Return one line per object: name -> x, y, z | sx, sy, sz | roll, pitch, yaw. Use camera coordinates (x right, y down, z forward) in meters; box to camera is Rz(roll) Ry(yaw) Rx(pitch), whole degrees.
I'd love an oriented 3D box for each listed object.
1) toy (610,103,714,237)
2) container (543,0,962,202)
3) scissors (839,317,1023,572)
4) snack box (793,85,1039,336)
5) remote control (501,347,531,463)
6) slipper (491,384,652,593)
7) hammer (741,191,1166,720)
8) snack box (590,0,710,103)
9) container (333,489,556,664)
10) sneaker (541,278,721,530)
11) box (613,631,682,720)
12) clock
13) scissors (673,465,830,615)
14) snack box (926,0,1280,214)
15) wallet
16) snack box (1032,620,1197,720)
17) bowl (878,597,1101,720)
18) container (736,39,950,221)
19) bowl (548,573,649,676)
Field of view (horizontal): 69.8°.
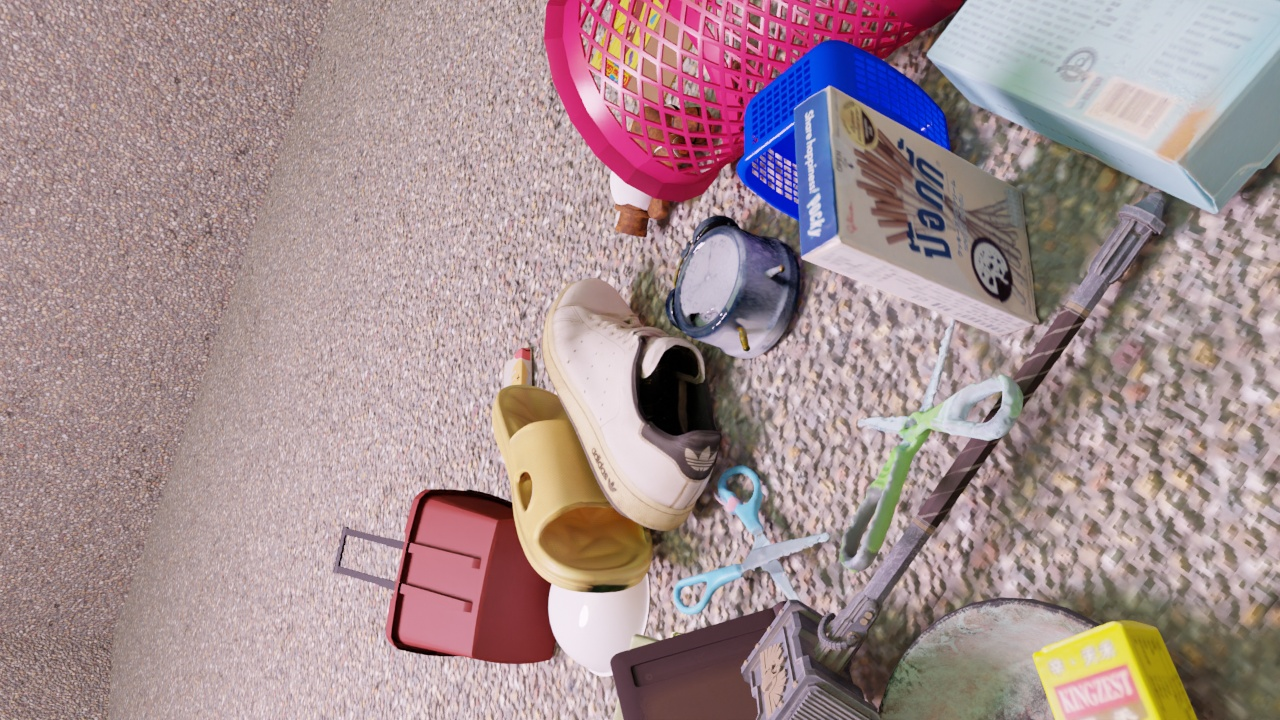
toy -> 0.010, -0.160, 0.765 | 0.087, 0.067, 0.113 | 31, 112, 56
container -> 0.078, -0.232, 0.603 | 0.226, 0.183, 0.183 | -20, 61, 43
scissors -> 0.143, 0.032, 0.460 | 0.171, 0.023, 0.169 | -61, 0, -32
snack box -> 0.138, -0.069, 0.452 | 0.026, 0.150, 0.081 | -24, 57, 51
remote control -> -0.122, 0.045, 0.911 | 0.038, 0.018, 0.125 | -37, 47, 43
slipper -> -0.053, 0.078, 0.723 | 0.078, 0.099, 0.263 | -67, 29, 19
hammer -> 0.155, 0.059, 0.450 | 0.322, 0.044, 0.098 | -58, 0, 9
snack box -> 0.013, -0.306, 0.833 | 0.126, 0.040, 0.088 | -61, 35, 19
container -> -0.165, 0.189, 0.817 | 0.201, 0.127, 0.148 | -1, 76, 46
sneaker -> -0.004, 0.004, 0.686 | 0.103, 0.088, 0.241 | -58, 40, 34
box -> 0.018, 0.274, 0.583 | 0.078, 0.089, 0.188 | 7, 80, 37
clock -> 0.060, -0.054, 0.654 | 0.129, 0.052, 0.090 | 40, 111, 59
scissors -> 0.061, 0.127, 0.584 | 0.126, 0.015, 0.136 | -52, 23, 10
snack box -> 0.223, -0.142, 0.438 | 0.075, 0.053, 0.174 | -54, 38, 14
wallet -> 0.047, 0.199, 0.536 | 0.115, 0.018, 0.091 | -18, 49, 0
snack box -> 0.186, 0.170, 0.320 | 0.040, 0.029, 0.147 | -41, 46, 40
bowl -> 0.174, 0.185, 0.396 | 0.158, 0.038, 0.157 | -28, 55, 48
container -> 0.121, -0.129, 0.539 | 0.096, 0.114, 0.058 | -31, 47, 47
bowl -> -0.042, 0.187, 0.713 | 0.110, 0.040, 0.109 | -28, 55, 48
